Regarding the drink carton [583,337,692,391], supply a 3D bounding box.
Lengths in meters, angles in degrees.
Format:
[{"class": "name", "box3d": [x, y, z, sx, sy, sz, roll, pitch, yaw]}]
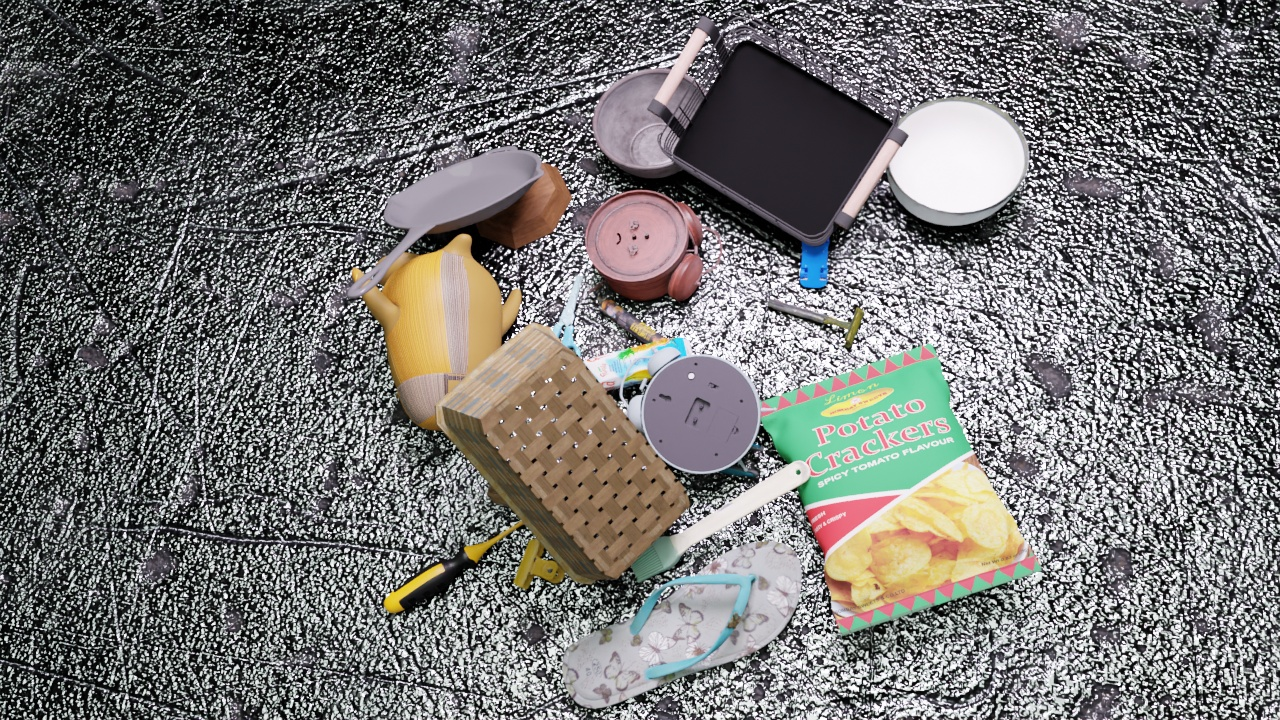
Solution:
[{"class": "drink carton", "box3d": [-0.006, 0.006, 1.020, 0.129, 0.044, 0.038, -14, 82, 14]}]

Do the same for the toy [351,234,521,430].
[{"class": "toy", "box3d": [-0.224, -0.017, 1.032, 0.198, 0.163, 0.203, 5, 66, -32]}]

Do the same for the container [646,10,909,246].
[{"class": "container", "box3d": [0.146, -0.242, 0.976, 0.241, 0.130, 0.163, 33, 99, 9]}]

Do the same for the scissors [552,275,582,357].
[{"class": "scissors", "box3d": [-0.092, -0.042, 1.084, 0.063, 0.015, 0.138, 6, 64, 15]}]

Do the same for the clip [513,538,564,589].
[{"class": "clip", "box3d": [-0.104, 0.223, 0.979, 0.047, 0.039, 0.052, 14, 70, 19]}]

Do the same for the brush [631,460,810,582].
[{"class": "brush", "box3d": [0.079, 0.163, 0.935, 0.218, 0.012, 0.033, -34, 66, 16]}]

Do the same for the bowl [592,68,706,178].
[{"class": "bowl", "box3d": [0.019, -0.279, 1.127, 0.145, 0.067, 0.144, -3, 68, 8]}]

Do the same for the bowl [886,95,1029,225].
[{"class": "bowl", "box3d": [0.354, -0.216, 1.046, 0.153, 0.073, 0.153, -3, 68, 7]}]

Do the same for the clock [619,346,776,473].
[{"class": "clock", "box3d": [0.054, 0.049, 0.962, 0.159, 0.045, 0.122, 26, 96, 12]}]

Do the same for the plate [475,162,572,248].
[{"class": "plate", "box3d": [-0.155, -0.206, 1.148, 0.131, 0.025, 0.131, -3, 68, 8]}]

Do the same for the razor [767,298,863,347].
[{"class": "razor", "box3d": [0.194, -0.051, 1.034, 0.106, 0.026, 0.042, 19, 75, 20]}]

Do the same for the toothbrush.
[{"class": "toothbrush", "box3d": [-0.187, 0.212, 0.987, 0.196, 0.031, 0.031, -31, 61, -9]}]

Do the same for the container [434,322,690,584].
[{"class": "container", "box3d": [-0.081, 0.096, 0.940, 0.157, 0.187, 0.250, -42, 105, -16]}]

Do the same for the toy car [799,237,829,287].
[{"class": "toy car", "box3d": [0.204, -0.133, 1.070, 0.033, 0.061, 0.092, 3, 99, 12]}]

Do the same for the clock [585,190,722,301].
[{"class": "clock", "box3d": [0.015, -0.129, 1.065, 0.158, 0.072, 0.120, -2, 68, 9]}]

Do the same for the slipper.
[{"class": "slipper", "box3d": [0.046, 0.269, 0.914, 0.269, 0.055, 0.098, -29, 69, -2]}]

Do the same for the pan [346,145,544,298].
[{"class": "pan", "box3d": [-0.224, -0.158, 1.031, 0.217, 0.024, 0.353, -4, 34, 24]}]

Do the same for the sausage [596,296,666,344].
[{"class": "sausage", "box3d": [0.008, -0.029, 1.055, 0.155, 0.020, 0.020, 36, 78, 20]}]

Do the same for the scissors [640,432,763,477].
[{"class": "scissors", "box3d": [0.063, 0.090, 0.998, 0.137, 0.019, 0.129, -33, 74, 3]}]

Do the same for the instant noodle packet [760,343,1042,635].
[{"class": "instant noodle packet", "box3d": [0.248, 0.121, 0.918, 0.196, 0.090, 0.252, -20, 63, 4]}]
